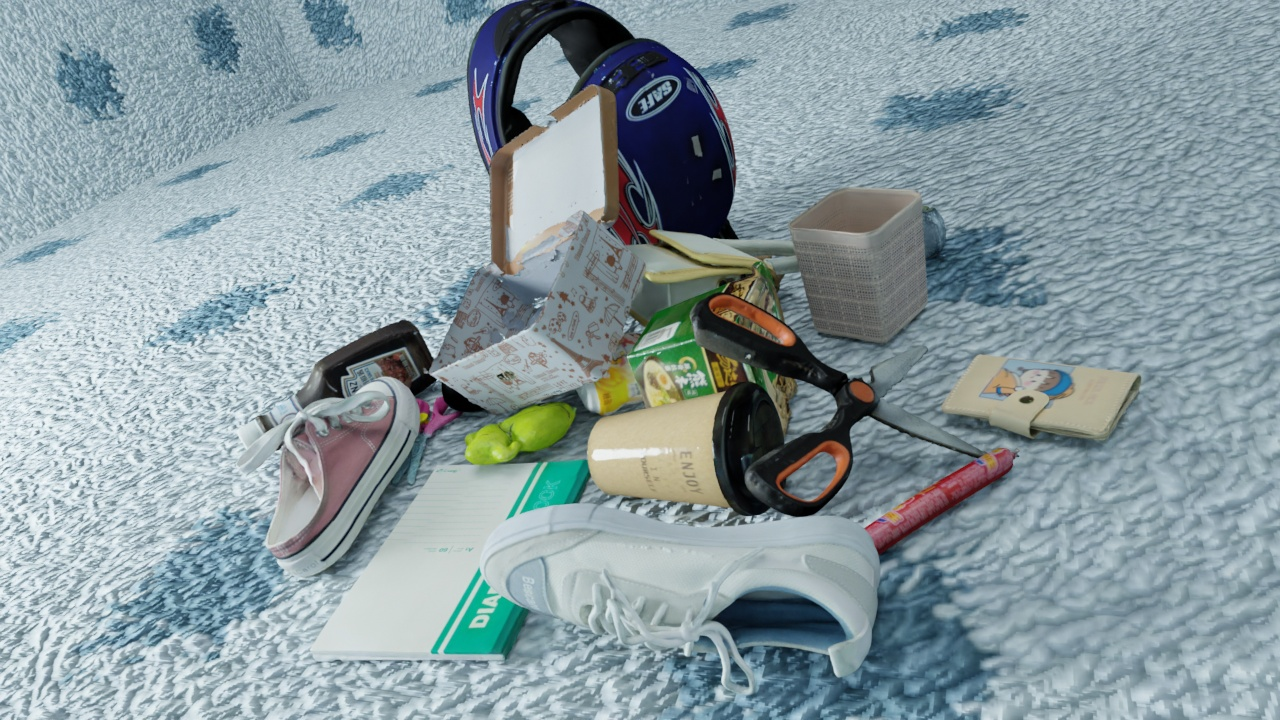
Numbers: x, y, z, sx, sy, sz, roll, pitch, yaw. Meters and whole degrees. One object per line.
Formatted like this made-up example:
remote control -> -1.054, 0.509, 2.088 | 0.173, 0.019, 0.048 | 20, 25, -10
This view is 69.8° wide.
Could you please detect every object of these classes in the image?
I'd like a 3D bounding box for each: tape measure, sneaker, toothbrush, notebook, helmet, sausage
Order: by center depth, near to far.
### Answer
sneaker -> 0.015, 0.142, 0.534 | 0.242, 0.090, 0.090 | -2, 35, 15
sausage -> 0.186, 0.093, 0.592 | 0.155, 0.020, 0.020 | -26, 29, -18
notebook -> -0.131, 0.142, 0.689 | 0.150, 0.012, 0.208 | -6, 29, 19
sneaker -> -0.263, 0.074, 0.789 | 0.118, 0.088, 0.240 | -21, 28, 18
tape measure -> -0.162, 0.022, 0.883 | 0.057, 0.039, 0.057 | 17, 30, 26
helmet -> -0.026, -0.230, 0.981 | 0.241, 0.316, 0.246 | 20, 56, 44
toothbrush -> 0.106, -0.108, 0.998 | 0.027, 0.026, 0.212 | -22, 31, 5

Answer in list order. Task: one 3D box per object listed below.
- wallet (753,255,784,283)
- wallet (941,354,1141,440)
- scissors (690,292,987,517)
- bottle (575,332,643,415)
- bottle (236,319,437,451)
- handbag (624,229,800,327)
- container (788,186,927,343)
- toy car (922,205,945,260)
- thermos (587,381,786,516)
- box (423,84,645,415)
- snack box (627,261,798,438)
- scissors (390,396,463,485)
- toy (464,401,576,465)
wallet -> 0.087, -0.061, 0.900 | 0.090, 0.033, 0.115 | 1, 39, 36
wallet -> 0.283, 0.027, 0.656 | 0.115, 0.024, 0.087 | 11, 34, 41
scissors -> 0.127, 0.026, 0.618 | 0.221, 0.022, 0.233 | 37, 45, 10
bottle -> -0.005, 0.005, 0.812 | 0.108, 0.063, 0.063 | -22, 28, -17
bottle -> -0.299, 0.034, 0.907 | 0.194, 0.080, 0.044 | -31, 34, -19
handbag -> 0.068, -0.092, 0.859 | 0.178, 0.063, 0.163 | -17, 22, -14
container -> 0.197, -0.083, 0.808 | 0.090, 0.111, 0.090 | 13, 40, 44
toy car -> 0.248, -0.130, 0.927 | 0.121, 0.054, 0.036 | 12, 36, 41
thermos -> 0.035, 0.065, 0.659 | 0.143, 0.093, 0.092 | -7, 28, 34
box -> -0.086, -0.100, 0.822 | 0.179, 0.110, 0.258 | -19, 45, 46
snack box -> 0.056, 0.002, 0.733 | 0.106, 0.117, 0.118 | -9, 25, 23
scissors -> -0.197, 0.073, 0.852 | 0.073, 0.017, 0.137 | -8, 32, -2
toy -> -0.101, 0.062, 0.789 | 0.100, 0.031, 0.096 | -15, 18, -5
